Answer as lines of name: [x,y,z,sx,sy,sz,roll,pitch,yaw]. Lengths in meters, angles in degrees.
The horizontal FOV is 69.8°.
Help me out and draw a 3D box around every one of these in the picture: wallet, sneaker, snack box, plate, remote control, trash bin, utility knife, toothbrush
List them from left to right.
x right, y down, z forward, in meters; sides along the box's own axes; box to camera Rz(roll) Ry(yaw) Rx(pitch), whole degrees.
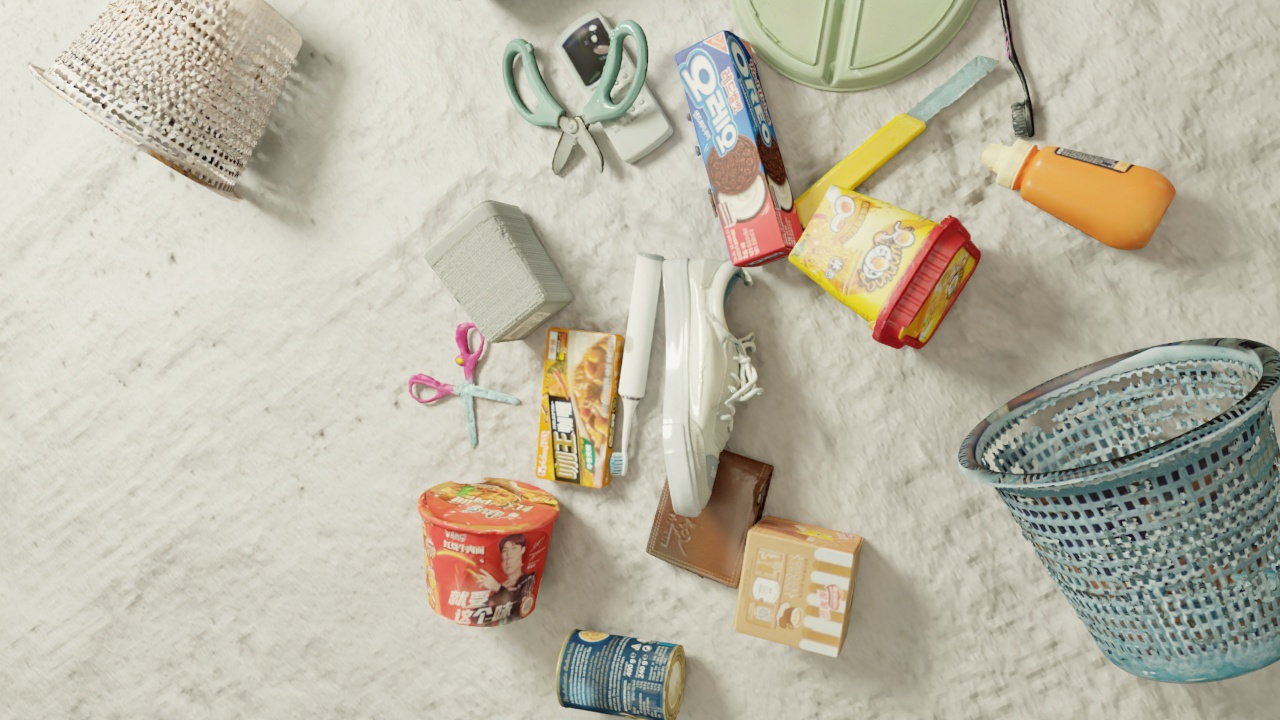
trash bin: [-0.472,-0.309,0.963,0.227,0.227,0.192,34,89,15]
snack box: [-0.061,0.046,0.918,0.075,0.026,0.154,7,94,19]
remote control: [-0.027,-0.269,0.899,0.058,0.021,0.150,-33,82,17]
toothbrush: [-0.005,0.005,0.898,0.026,0.027,0.221,6,95,-23]
wallet: [0.064,0.143,0.877,0.101,0.032,0.124,16,96,20]
sneaker: [0.067,0.021,0.837,0.091,0.089,0.242,-1,76,7]
snack box: [0.090,-0.191,0.836,0.058,0.057,0.207,-18,85,33]
snack box: [0.143,0.200,0.827,0.094,0.077,0.093,10,95,19]
plate: [0.186,-0.357,0.809,0.230,0.027,0.230,3,100,17]
utility knife: [0.219,-0.190,0.820,0.231,0.015,0.033,-39,79,18]
toothbrush: [0.313,-0.283,0.788,0.018,0.014,0.189,-12,87,31]
trash bin: [0.384,0.118,0.687,0.227,0.226,0.195,-24,97,18]

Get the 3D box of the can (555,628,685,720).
can: [-0.016,0.305,0.885,0.111,0.075,0.075,2,92,18]

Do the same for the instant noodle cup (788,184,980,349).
instant noodle cup: [0.206,-0.084,0.785,0.124,0.116,0.116,36,103,27]

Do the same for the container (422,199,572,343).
container: [-0.136,-0.084,0.909,0.090,0.090,0.114,-37,84,17]

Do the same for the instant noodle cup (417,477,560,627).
instant noodle cup: [-0.151,0.189,0.902,0.138,0.137,0.109,10,103,18]

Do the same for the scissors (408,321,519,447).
scissors: [-0.190,0.027,0.968,0.136,0.017,0.133,-5,94,16]

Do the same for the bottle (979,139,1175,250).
bottle: [0.353,-0.145,0.756,0.149,0.066,0.067,29,101,23]

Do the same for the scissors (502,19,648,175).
scissors: [-0.067,-0.275,0.895,0.170,0.019,0.175,47,123,15]
